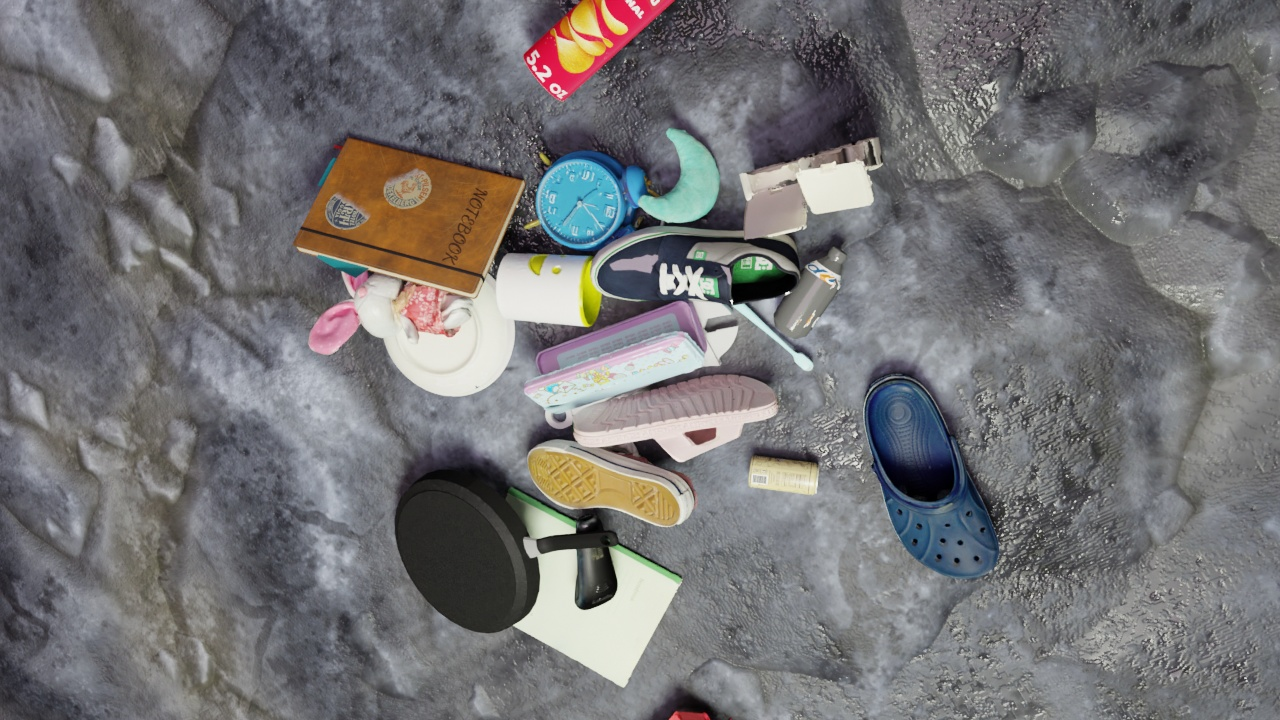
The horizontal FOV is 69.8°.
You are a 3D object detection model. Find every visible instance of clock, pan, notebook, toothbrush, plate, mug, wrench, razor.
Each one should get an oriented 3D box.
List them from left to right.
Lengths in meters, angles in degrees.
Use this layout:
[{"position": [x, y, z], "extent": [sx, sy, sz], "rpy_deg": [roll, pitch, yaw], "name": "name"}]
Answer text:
[{"position": [-0.284, -0.168, 1.090], "extent": [0.249, 0.014, 0.178], "rpy_deg": [15, 69, 10], "name": "notebook"}, {"position": [-0.249, -0.040, 1.152], "extent": [0.182, 0.034, 0.182], "rpy_deg": [3, 103, 13], "name": "plate"}, {"position": [-0.175, 0.237, 1.141], "extent": [0.357, 0.034, 0.225], "rpy_deg": [-12, 102, 35], "name": "pan"}, {"position": [-0.107, -0.084, 1.083], "extent": [0.106, 0.082, 0.082], "rpy_deg": [4, 103, 13], "name": "mug"}, {"position": [-0.095, 0.298, 1.204], "extent": [0.252, 0.010, 0.182], "rpy_deg": [27, 107, 6], "name": "notebook"}, {"position": [-0.063, 0.248, 1.133], "extent": [0.053, 0.067, 0.152], "rpy_deg": [-19, 123, -22], "name": "razor"}, {"position": [-0.048, -0.179, 1.059], "extent": [0.161, 0.060, 0.117], "rpy_deg": [14, 104, 7], "name": "clock"}, {"position": [-0.007, 0.006, 1.115], "extent": [0.274, 0.018, 0.086], "rpy_deg": [-26, 95, 19], "name": "wrench"}, {"position": [0.132, -0.050, 1.070], "extent": [0.180, 0.016, 0.016], "rpy_deg": [41, 110, 3], "name": "toothbrush"}]

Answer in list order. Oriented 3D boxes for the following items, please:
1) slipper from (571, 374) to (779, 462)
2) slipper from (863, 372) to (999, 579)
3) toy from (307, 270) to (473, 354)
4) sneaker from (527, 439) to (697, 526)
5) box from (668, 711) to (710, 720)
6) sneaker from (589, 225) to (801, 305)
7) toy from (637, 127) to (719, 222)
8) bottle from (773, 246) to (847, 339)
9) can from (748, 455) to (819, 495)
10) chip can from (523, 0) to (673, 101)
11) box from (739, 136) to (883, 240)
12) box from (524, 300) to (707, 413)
[{"position": [0.042, 0.074, 1.071], "extent": [0.239, 0.094, 0.064], "rpy_deg": [-9, 117, 2], "name": "slipper"}, {"position": [0.317, 0.138, 1.028], "extent": [0.105, 0.095, 0.253], "rpy_deg": [-23, 93, 14], "name": "slipper"}, {"position": [-0.293, -0.067, 1.095], "extent": [0.194, 0.084, 0.159], "rpy_deg": [11, 76, 11], "name": "toy"}, {"position": [-0.029, 0.136, 1.115], "extent": [0.241, 0.087, 0.118], "rpy_deg": [10, 118, 33], "name": "sneaker"}, {"position": [-0.035, 0.546, 1.061], "extent": [0.153, 0.324, 0.214], "rpy_deg": [48, 113, 33], "name": "box"}, {"position": [0.059, -0.097, 1.016], "extent": [0.235, 0.079, 0.084], "rpy_deg": [-3, 123, 4], "name": "sneaker"}, {"position": [0.049, -0.201, 1.031], "extent": [0.085, 0.033, 0.105], "rpy_deg": [23, 81, -21], "name": "toy"}, {"position": [0.193, -0.077, 1.031], "extent": [0.047, 0.047, 0.112], "rpy_deg": [33, 108, 4], "name": "bottle"}, {"position": [0.170, 0.136, 1.089], "extent": [0.079, 0.038, 0.038], "rpy_deg": [6, 104, 12], "name": "can"}, {"position": [-0.027, -0.382, 1.003], "extent": [0.221, 0.069, 0.069], "rpy_deg": [-37, 92, 18], "name": "chip can"}, {"position": [0.173, -0.175, 0.937], "extent": [0.144, 0.190, 0.069], "rpy_deg": [-12, 100, 22], "name": "box"}, {"position": [-0.029, 0.004, 1.077], "extent": [0.215, 0.096, 0.077], "rpy_deg": [-19, 116, 21], "name": "box"}]
